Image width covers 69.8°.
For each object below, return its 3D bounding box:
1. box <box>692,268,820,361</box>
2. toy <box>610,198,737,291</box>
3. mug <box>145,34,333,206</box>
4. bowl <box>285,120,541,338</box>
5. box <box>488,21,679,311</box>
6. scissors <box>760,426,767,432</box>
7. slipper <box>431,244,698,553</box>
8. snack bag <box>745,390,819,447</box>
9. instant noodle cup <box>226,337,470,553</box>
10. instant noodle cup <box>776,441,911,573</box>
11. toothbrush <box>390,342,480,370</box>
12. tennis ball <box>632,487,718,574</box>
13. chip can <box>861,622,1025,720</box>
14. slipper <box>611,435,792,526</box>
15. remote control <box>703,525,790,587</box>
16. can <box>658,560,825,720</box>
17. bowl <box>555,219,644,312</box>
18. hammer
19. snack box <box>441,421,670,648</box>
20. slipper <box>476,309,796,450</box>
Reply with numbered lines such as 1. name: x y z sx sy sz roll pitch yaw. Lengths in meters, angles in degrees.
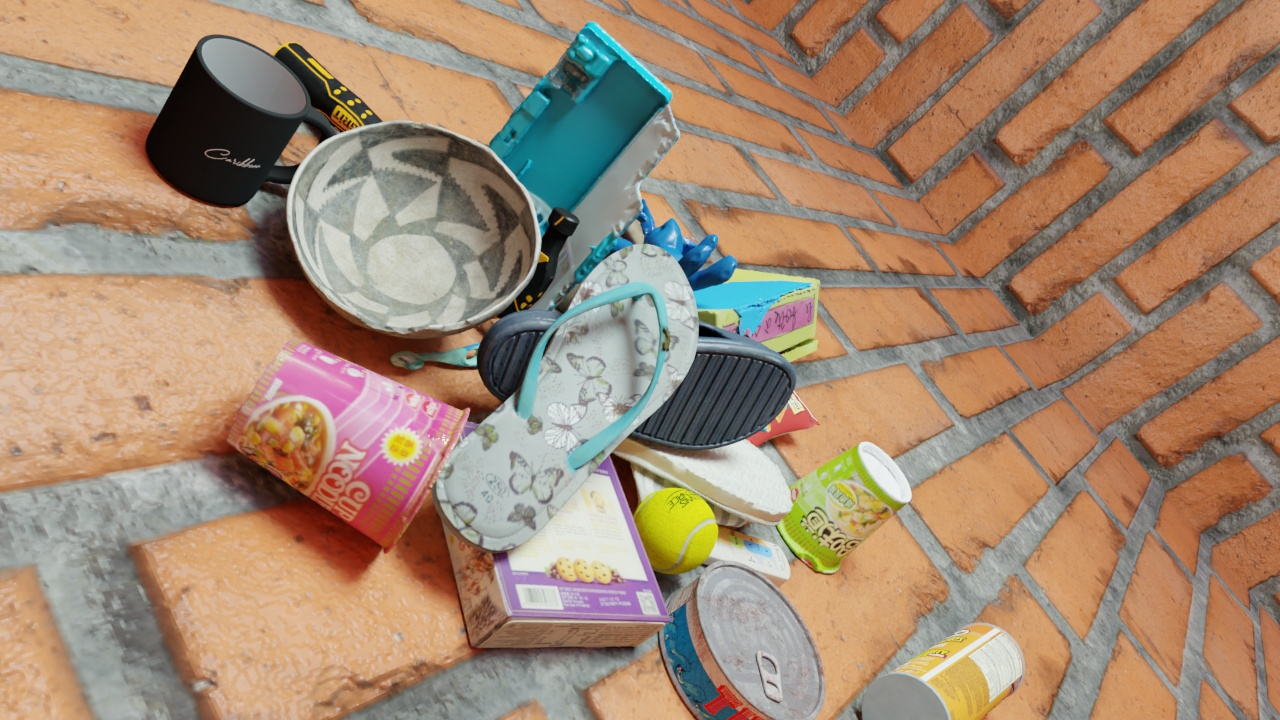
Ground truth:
1. box: 0.077 -0.034 0.903 0.124 0.083 0.220 11 19 31
2. toy: 0.033 -0.099 0.854 0.112 0.071 0.176 27 14 -30
3. mug: -0.275 -0.162 0.651 0.113 0.088 0.078 12 43 -47
4. bowl: -0.170 -0.085 0.683 0.178 0.081 0.178 9 63 -18
5. box: -0.061 -0.142 0.771 0.169 0.228 0.085 55 29 17
6. scissors: 0.058 0.041 0.866 0.139 0.011 0.134 22 -1 1
7. slipper: -0.028 0.014 0.602 0.098 0.055 0.268 41 56 -8
8. snack bag: 0.113 0.033 0.982 0.143 0.039 0.130 -12 60 -47
9. instant noodle cup: -0.170 0.043 0.529 0.108 0.098 0.097 31 31 -13
10. instant noodle cup: 0.198 0.137 0.892 0.099 0.108 0.098 34 29 -22
11. toothbrush: -0.137 -0.004 0.708 0.017 0.022 0.135 24 17 29
12. tennis ball: 0.026 0.131 0.705 0.065 0.066 0.065 34 30 -23
13. chip can: 0.279 0.295 0.828 0.214 0.075 0.075 3 50 -53
14. slipper: 0.007 0.072 0.773 0.272 0.054 0.114 27 31 -18
15. remote control: 0.079 0.165 0.788 0.125 0.018 0.038 24 34 -33
16. can: 0.076 0.217 0.683 0.130 0.044 0.129 34 30 -23
17. bowl: -0.054 -0.116 0.917 0.162 0.070 0.162 34 30 -23
18. hammer: -0.195 -0.159 0.765 0.320 0.123 0.036 41 22 12
19. snack box: -0.062 0.119 0.624 0.143 0.041 0.148 17 39 -43
20. slipper: -0.004 0.004 0.723 0.263 0.101 0.082 10 26 -25
